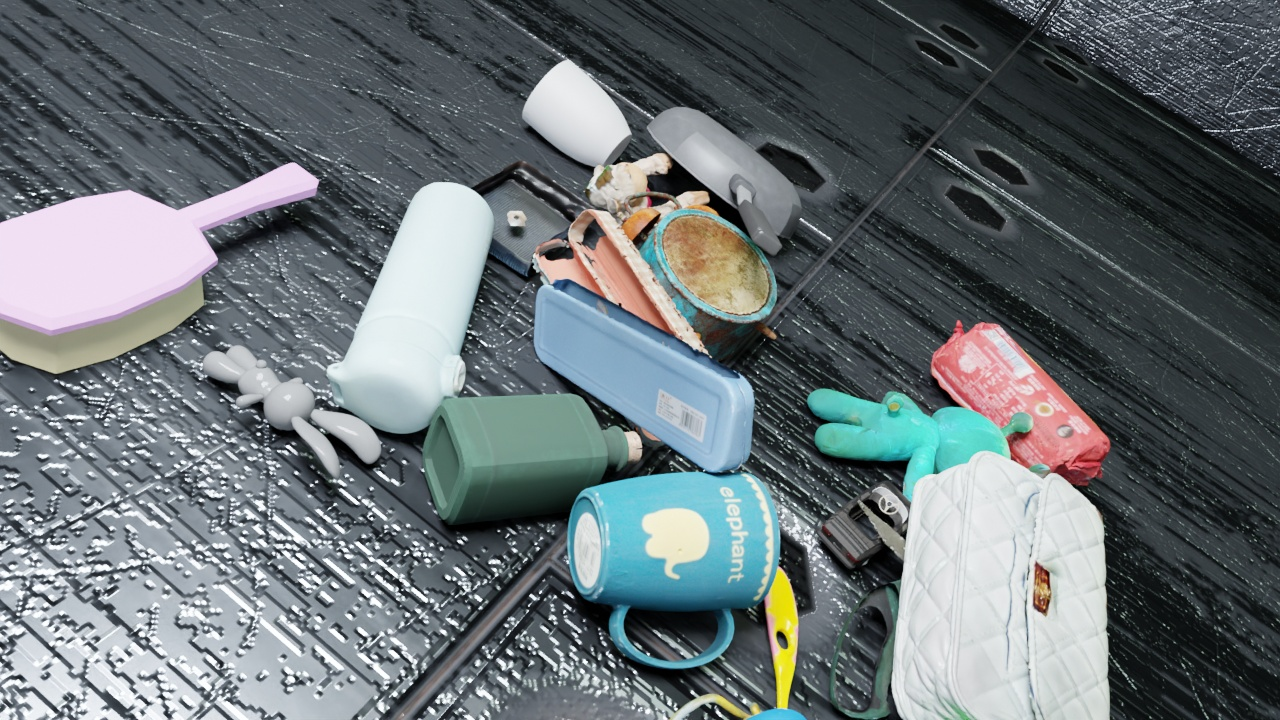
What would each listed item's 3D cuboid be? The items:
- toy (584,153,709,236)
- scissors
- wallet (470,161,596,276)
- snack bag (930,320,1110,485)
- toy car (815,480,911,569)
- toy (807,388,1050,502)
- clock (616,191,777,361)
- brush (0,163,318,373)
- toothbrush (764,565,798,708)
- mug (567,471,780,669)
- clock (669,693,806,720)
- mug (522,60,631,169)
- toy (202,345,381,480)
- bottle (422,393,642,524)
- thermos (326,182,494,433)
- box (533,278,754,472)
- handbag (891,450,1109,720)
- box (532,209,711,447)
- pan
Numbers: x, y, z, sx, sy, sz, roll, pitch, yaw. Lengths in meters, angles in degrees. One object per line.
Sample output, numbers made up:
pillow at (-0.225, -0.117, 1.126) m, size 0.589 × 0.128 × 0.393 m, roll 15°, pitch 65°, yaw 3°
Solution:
toy at (-0.006, -0.153, 0.815) m, size 0.105 × 0.074 × 0.085 m, roll 4°, pitch 49°, yaw -43°
scissors at (0.208, 0.184, 0.610) m, size 0.202 × 0.015 × 0.201 m, roll 40°, pitch 51°, yaw -2°
wallet at (-0.099, -0.118, 0.759) m, size 0.089 × 0.026 × 0.114 m, roll 35°, pitch 39°, yaw 7°
snack bag at (0.333, 0.040, 0.818) m, size 0.082 × 0.083 × 0.176 m, roll -9°, pitch 51°, yaw -38°
toy car at (0.165, 0.115, 0.655) m, size 0.092 × 0.037 × 0.040 m, roll -19°, pitch 59°, yaw -44°
toy at (0.231, 0.062, 0.737) m, size 0.193 × 0.073 × 0.130 m, roll 11°, pitch 41°, yaw -8°
clock at (0.035, -0.073, 0.753) m, size 0.121 × 0.074 × 0.157 m, roll -11°, pitch 64°, yaw -39°
brush at (-0.293, -0.071, 0.570) m, size 0.089 × 0.043 × 0.228 m, roll 36°, pitch 38°, yaw 9°
toothbrush at (0.086, 0.176, 0.553) m, size 0.021 × 0.016 × 0.135 m, roll 16°, pitch 40°, yaw -9°
mug at (0.016, 0.120, 0.532) m, size 0.104 × 0.085 × 0.112 m, roll 4°, pitch 73°, yaw -24°
clock at (0.068, 0.236, 0.438) m, size 0.161 × 0.060 × 0.116 m, roll 45°, pitch 41°, yaw 14°
mug at (-0.053, -0.231, 0.893) m, size 0.089 × 0.071 × 0.107 m, roll 41°, pitch 11°, yaw 2°
toy at (-0.203, 0.026, 0.530) m, size 0.112 × 0.030 × 0.049 m, roll 32°, pitch 23°, yaw 13°
bottle at (-0.059, 0.057, 0.559) m, size 0.131 × 0.061 × 0.061 m, roll -1°, pitch 45°, yaw -33°
thermos at (-0.144, -0.040, 0.612) m, size 0.078 × 0.065 × 0.206 m, roll 4°, pitch 41°, yaw -1°
box at (-0.001, 0.003, 0.599) m, size 0.037 × 0.066 × 0.210 m, roll -14°, pitch 30°, yaw -37°
handbag at (0.241, 0.161, 0.586) m, size 0.139 × 0.073 × 0.194 m, roll 29°, pitch 53°, yaw -13°
box at (-0.012, -0.027, 0.674) m, size 0.187 × 0.085 × 0.048 m, roll 56°, pitch 20°, yaw 21°
pan at (0.091, -0.156, 0.817) m, size 0.178 × 0.041 × 0.356 m, roll 34°, pitch 19°, yaw -14°
